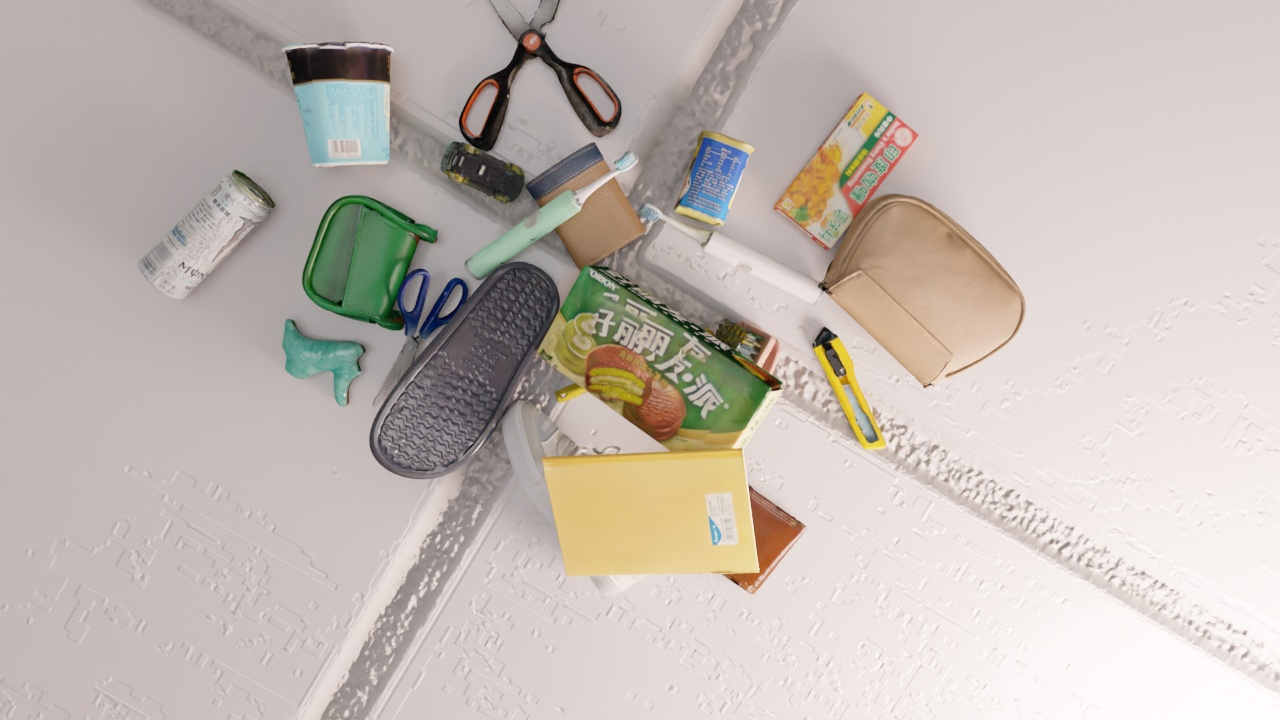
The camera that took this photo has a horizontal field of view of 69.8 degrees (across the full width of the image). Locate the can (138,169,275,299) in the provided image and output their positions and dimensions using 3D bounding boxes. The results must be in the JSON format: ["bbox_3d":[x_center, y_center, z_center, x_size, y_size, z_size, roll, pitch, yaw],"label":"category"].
[{"bbox_3d":[-0.464,-0.134,0.982,0.147,0.058,0.058,-43,94,2],"label":"can"}]

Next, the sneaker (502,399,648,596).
[{"bbox_3d":[-0.056,0.139,0.992,0.091,0.089,0.242,-30,98,17],"label":"sneaker"}]

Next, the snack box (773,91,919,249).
[{"bbox_3d":[0.223,-0.206,1.002,0.077,0.027,0.156,37,93,-5],"label":"snack box"}]

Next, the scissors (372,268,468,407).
[{"bbox_3d":[-0.241,-0.022,1.006,0.140,0.012,0.171,-22,132,-31],"label":"scissors"}]

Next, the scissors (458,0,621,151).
[{"bbox_3d":[-0.113,-0.322,0.990,0.221,0.021,0.234,34,94,-4],"label":"scissors"}]

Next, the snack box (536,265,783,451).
[{"bbox_3d":[0.018,0.008,0.955,0.240,0.063,0.115,35,105,16],"label":"snack box"}]

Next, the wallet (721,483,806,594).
[{"bbox_3d":[0.109,0.191,1.032,0.124,0.032,0.101,35,91,-4],"label":"wallet"}]

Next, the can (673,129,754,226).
[{"bbox_3d":[0.074,-0.189,0.964,0.057,0.102,0.083,20,96,-3],"label":"can"}]

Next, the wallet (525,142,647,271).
[{"bbox_3d":[-0.058,-0.167,1.000,0.090,0.033,0.115,-32,95,5],"label":"wallet"}]

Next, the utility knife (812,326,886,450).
[{"bbox_3d":[0.235,0.033,1.027,0.033,0.015,0.154,-27,95,4],"label":"utility knife"}]

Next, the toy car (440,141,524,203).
[{"bbox_3d":[-0.169,-0.203,0.992,0.091,0.036,0.043,25,93,-1],"label":"toy car"}]

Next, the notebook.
[{"bbox_3d":[0.010,0.158,0.933,0.206,0.010,0.146,-4,112,13],"label":"notebook"}]

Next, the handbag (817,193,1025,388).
[{"bbox_3d":[0.299,-0.078,0.982,0.204,0.099,0.148,43,100,-4],"label":"handbag"}]

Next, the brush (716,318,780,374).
[{"bbox_3d":[0.097,0.031,1.006,0.073,0.063,0.146,23,96,-33],"label":"brush"}]

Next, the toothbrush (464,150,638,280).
[{"bbox_3d":[-0.095,-0.153,0.974,0.225,0.027,0.026,-31,60,17],"label":"toothbrush"}]

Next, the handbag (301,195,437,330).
[{"bbox_3d":[-0.293,-0.105,0.988,0.120,0.068,0.131,22,93,-10],"label":"handbag"}]

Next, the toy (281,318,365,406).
[{"bbox_3d":[-0.348,0.003,1.011,0.092,0.030,0.096,2,100,1],"label":"toy"}]

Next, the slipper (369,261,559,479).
[{"bbox_3d":[-0.185,0.014,0.996,0.110,0.083,0.267,37,75,-9],"label":"slipper"}]

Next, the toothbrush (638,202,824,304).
[{"bbox_3d":[0.099,-0.120,1.007,0.221,0.027,0.026,26,50,-3],"label":"toothbrush"}]

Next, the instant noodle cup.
[{"bbox_3d":[-0.308,-0.264,0.958,0.111,0.111,0.120,-3,103,-1],"label":"instant noodle cup"}]

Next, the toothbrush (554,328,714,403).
[{"bbox_3d":[-0.006,0.006,1.021,0.190,0.016,0.015,-22,94,1],"label":"toothbrush"}]
